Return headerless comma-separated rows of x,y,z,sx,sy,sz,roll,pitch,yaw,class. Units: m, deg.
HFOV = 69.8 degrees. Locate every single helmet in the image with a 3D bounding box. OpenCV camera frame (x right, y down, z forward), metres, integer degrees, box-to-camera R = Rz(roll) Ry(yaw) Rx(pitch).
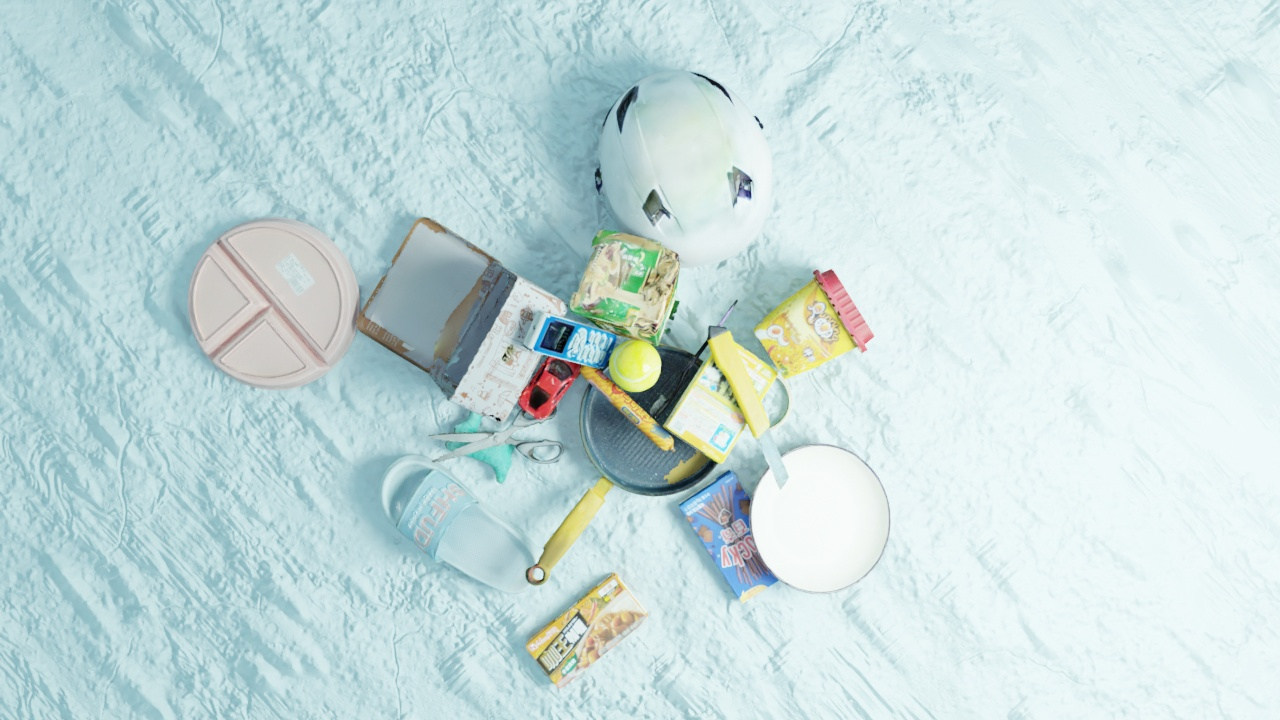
0.054,-0.247,1.141,0.229,0.146,0.258,-14,91,0,helmet

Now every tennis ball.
-0.007,0.007,1.144,0.065,0.065,0.065,0,92,0,tennis ball

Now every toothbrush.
0.068,-0.003,1.174,0.017,0.014,0.189,34,85,10,toothbrush

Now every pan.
-0.030,0.141,1.187,0.197,0.078,0.357,38,91,0,pan

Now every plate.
-0.486,-0.075,1.207,0.229,0.028,0.229,0,91,0,plate
0.229,0.205,1.195,0.192,0.039,0.192,1,84,-10,plate

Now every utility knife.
0.134,0.057,1.143,0.033,0.015,0.223,-23,88,-9,utility knife

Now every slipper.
-0.238,0.222,1.193,0.245,0.074,0.104,36,92,-2,slipper

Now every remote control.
-0.084,-0.025,1.114,0.024,0.124,0.049,32,101,43,remote control

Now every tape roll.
0.158,0.053,1.215,0.086,0.014,0.086,0,92,0,tape roll

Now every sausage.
-0.017,0.058,1.160,0.165,0.021,0.021,43,91,5,sausage

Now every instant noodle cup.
0.217,-0.042,1.170,0.124,0.116,0.116,-32,92,12,instant noodle cup

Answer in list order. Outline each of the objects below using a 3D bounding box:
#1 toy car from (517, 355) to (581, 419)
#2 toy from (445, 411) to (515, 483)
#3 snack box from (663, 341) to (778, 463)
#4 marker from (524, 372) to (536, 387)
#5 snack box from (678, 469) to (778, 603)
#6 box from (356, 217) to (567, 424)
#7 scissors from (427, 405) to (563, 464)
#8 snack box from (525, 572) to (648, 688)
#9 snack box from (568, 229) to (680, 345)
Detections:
-0.115,0.026,1.191,0.049,0.031,0.106,37,90,-3,toy car
-0.209,0.106,1.211,0.092,0.030,0.096,16,89,-4,toy
0.102,0.050,1.165,0.087,0.034,0.140,33,86,-5,snack box
-0.124,0.019,1.214,0.145,0.017,0.017,-16,92,1,marker
0.127,0.233,1.215,0.084,0.026,0.157,-33,91,0,snack box
-0.223,-0.052,1.176,0.269,0.136,0.179,32,92,30,box
-0.180,0.104,1.193,0.164,0.014,0.163,40,73,-5,scissors
-0.071,0.358,1.220,0.154,0.026,0.075,-39,91,1,snack box
-0.012,-0.079,1.152,0.117,0.106,0.118,16,72,15,snack box
